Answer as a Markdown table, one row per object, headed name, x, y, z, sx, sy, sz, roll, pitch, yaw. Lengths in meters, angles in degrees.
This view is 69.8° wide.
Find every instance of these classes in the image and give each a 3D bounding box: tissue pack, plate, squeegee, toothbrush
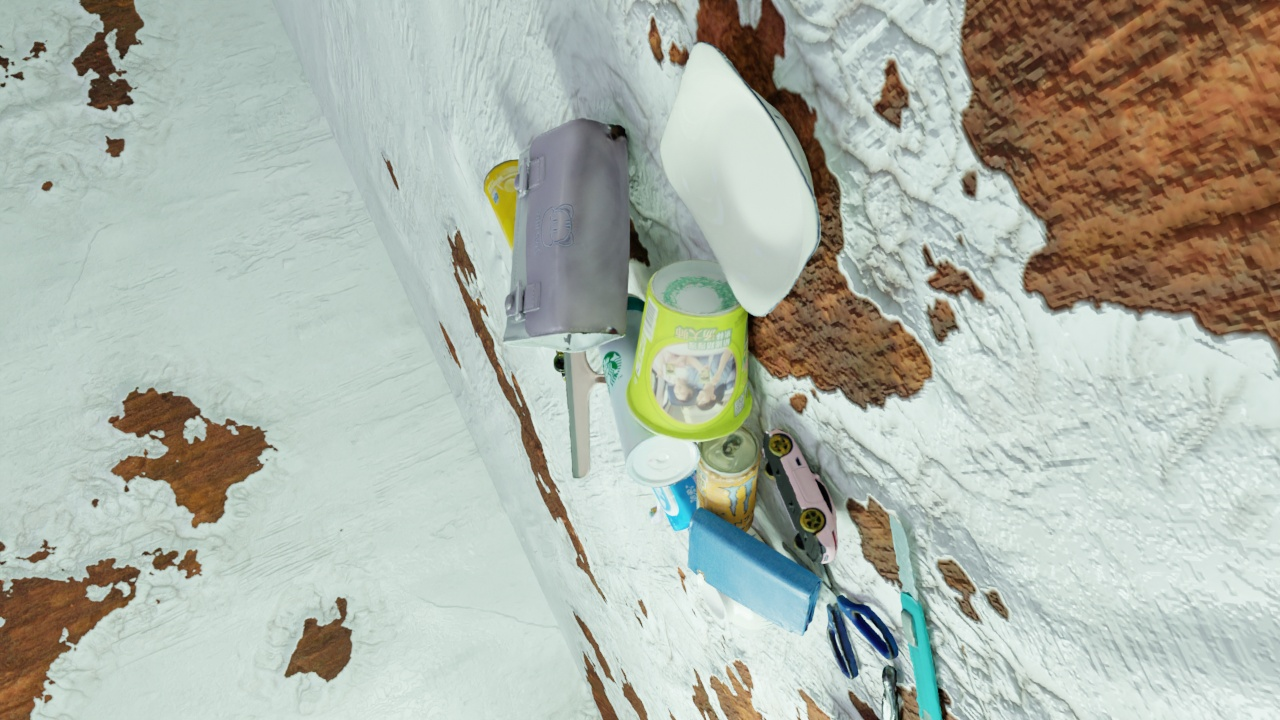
| name | x | y | z | sx | sy | sz | roll | pitch | yaw |
| --- | --- | --- | --- | --- | --- | --- | --- | --- | --- |
| tissue pack | 0.035 | 0.124 | 1.037 | 0.157 | 0.052 | 0.095 | 63 | 162 | 8 |
| plate | 0.075 | -0.125 | 0.638 | 0.164 | 0.034 | 0.164 | 62 | 162 | 13 |
| squeegee | -0.012 | 0.025 | 1.019 | 0.250 | 0.040 | 0.247 | 5 | 99 | 59 |
| toothbrush | 0.015 | 0.139 | 1.171 | 0.021 | 0.029 | 0.189 | 10 | 133 | 18 |

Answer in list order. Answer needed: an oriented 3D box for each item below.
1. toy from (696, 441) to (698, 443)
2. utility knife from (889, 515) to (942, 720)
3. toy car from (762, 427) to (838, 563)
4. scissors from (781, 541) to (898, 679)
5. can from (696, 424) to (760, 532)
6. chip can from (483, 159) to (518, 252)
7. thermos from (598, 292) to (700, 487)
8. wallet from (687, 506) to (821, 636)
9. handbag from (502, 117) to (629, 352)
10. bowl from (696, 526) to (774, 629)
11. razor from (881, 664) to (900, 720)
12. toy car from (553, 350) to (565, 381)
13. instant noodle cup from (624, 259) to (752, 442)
| name | x | y | z | sx | sy | sz | roll | pitch | yaw |
| --- | --- | --- | --- | --- | --- | --- | --- | --- | --- |
| toy | 0.062 | 0.064 | 0.901 | 0.108 | 0.039 | 0.083 | 87 | 173 | -46 |
| utility knife | 0.212 | 0.211 | 0.712 | 0.029 | 0.013 | 0.223 | 33 | 143 | 59 |
| toy car | 0.135 | 0.111 | 0.769 | 0.056 | 0.037 | 0.122 | 89 | 163 | -57 |
| scissors | 0.177 | 0.222 | 0.832 | 0.173 | 0.012 | 0.162 | 43 | 151 | 54 |
| can | 0.082 | 0.117 | 0.871 | 0.058 | 0.058 | 0.146 | 55 | 164 | 31 |
| chip can | -0.120 | -0.140 | 1.068 | 0.072 | 0.072 | 0.213 | 91 | 156 | -54 |
| thermos | -0.003 | 0.017 | 0.877 | 0.224 | 0.073 | 0.073 | -106 | 6 | -49 |
| wallet | 0.106 | 0.200 | 0.869 | 0.133 | 0.040 | 0.106 | 29 | 149 | 25 |
| handbag | -0.069 | -0.111 | 0.861 | 0.145 | 0.098 | 0.197 | -10 | 76 | 61 |
| bowl | 0.101 | 0.235 | 0.971 | 0.116 | 0.066 | 0.117 | 54 | 158 | 32 |
| razor | 0.220 | 0.317 | 0.817 | 0.042 | 0.022 | 0.143 | -66 | -23 | -49 |
| toy car | -0.102 | -0.045 | 1.205 | 0.071 | 0.041 | 0.156 | -111 | 11 | -83 |
| instant noodle cup | 0.045 | -0.014 | 0.767 | 0.111 | 0.111 | 0.124 | 50 | 148 | 41 |
